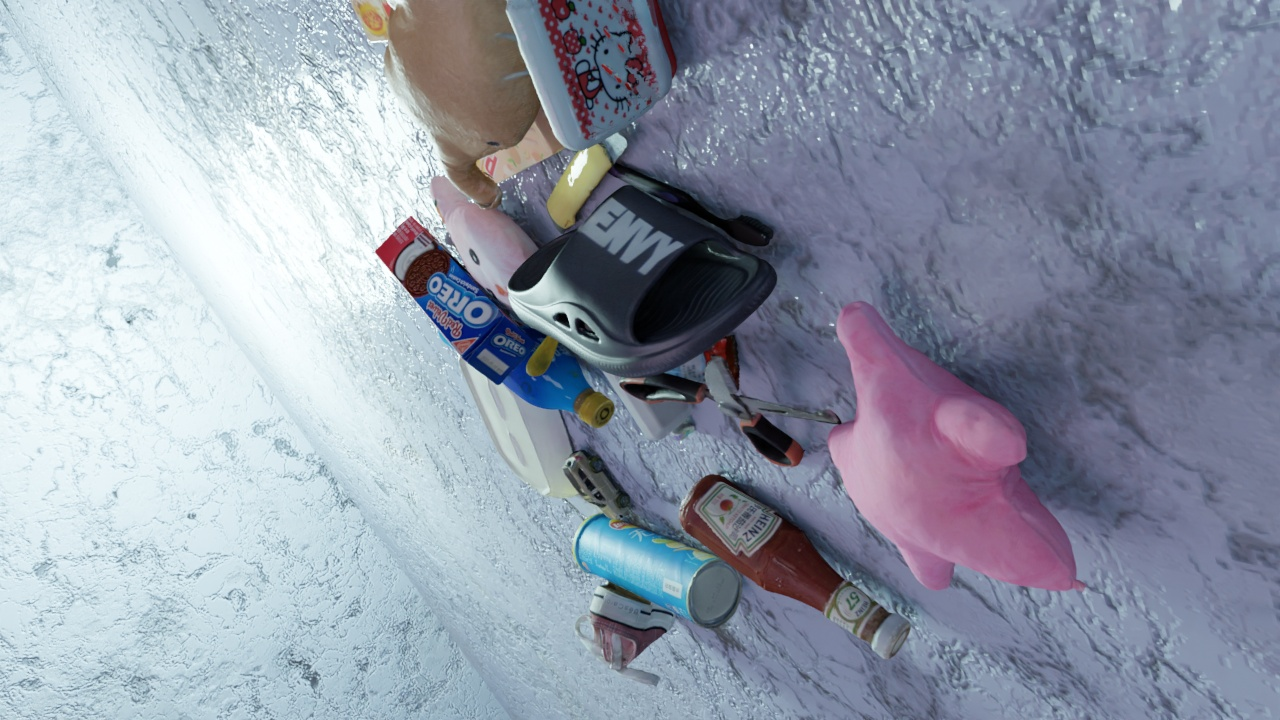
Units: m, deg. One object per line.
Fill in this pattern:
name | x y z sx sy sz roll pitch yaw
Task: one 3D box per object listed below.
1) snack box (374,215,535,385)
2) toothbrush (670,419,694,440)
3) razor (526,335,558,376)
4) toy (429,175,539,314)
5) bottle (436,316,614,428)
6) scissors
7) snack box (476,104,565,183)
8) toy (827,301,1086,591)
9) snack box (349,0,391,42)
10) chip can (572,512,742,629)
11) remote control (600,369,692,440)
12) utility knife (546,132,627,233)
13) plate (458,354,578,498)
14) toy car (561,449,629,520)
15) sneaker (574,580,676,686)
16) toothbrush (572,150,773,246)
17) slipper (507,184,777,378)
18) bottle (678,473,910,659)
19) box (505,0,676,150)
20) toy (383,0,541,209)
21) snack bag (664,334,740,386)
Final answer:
snack box | -0.179 -0.060 0.870 0.207 0.057 0.058 44 178 39
toothbrush | -0.027 0.011 0.821 0.189 0.029 0.020 38 109 27
razor | -0.074 -0.022 0.787 0.043 0.028 0.133 22 137 -13
toy | -0.133 -0.098 0.811 0.159 0.054 0.121 41 162 33
bottle | -0.111 0.001 0.888 0.219 0.065 0.065 33 149 33
scissors | 0.055 0.030 0.620 0.189 0.015 0.225 20 166 26
snack box | -0.111 -0.181 0.695 0.157 0.026 0.084 -4 120 59
toy | 0.170 0.071 0.519 0.178 0.074 0.195 47 160 35
snack box | -0.172 -0.275 0.670 0.153 0.025 0.075 19 140 47
chip can | 0.013 0.217 0.969 0.211 0.071 0.071 7 131 54
remote control | -0.004 0.004 0.743 0.125 0.048 0.024 56 152 -13
utility knife | -0.043 -0.127 0.658 0.031 0.019 0.179 50 164 -4
plate | -0.145 0.067 1.064 0.162 0.034 0.266 29 147 37
toy car | -0.048 0.139 1.005 0.090 0.035 0.042 52 155 -8
sneaker | -0.018 0.306 1.036 0.118 0.087 0.241 19 169 12
toothbrush | 0.016 -0.112 0.603 0.189 0.016 0.014 33 142 38
slipper | -0.027 -0.062 0.613 0.268 0.110 0.083 18 149 55
bottle | 0.122 0.166 0.744 0.206 0.059 0.060 32 149 33
box | -0.056 -0.219 0.477 0.095 0.100 0.201 19 139 47
toy | -0.115 -0.193 0.584 0.143 0.082 0.226 25 134 43
snack bag | 0.028 0.001 0.683 0.105 0.026 0.045 6 115 40
